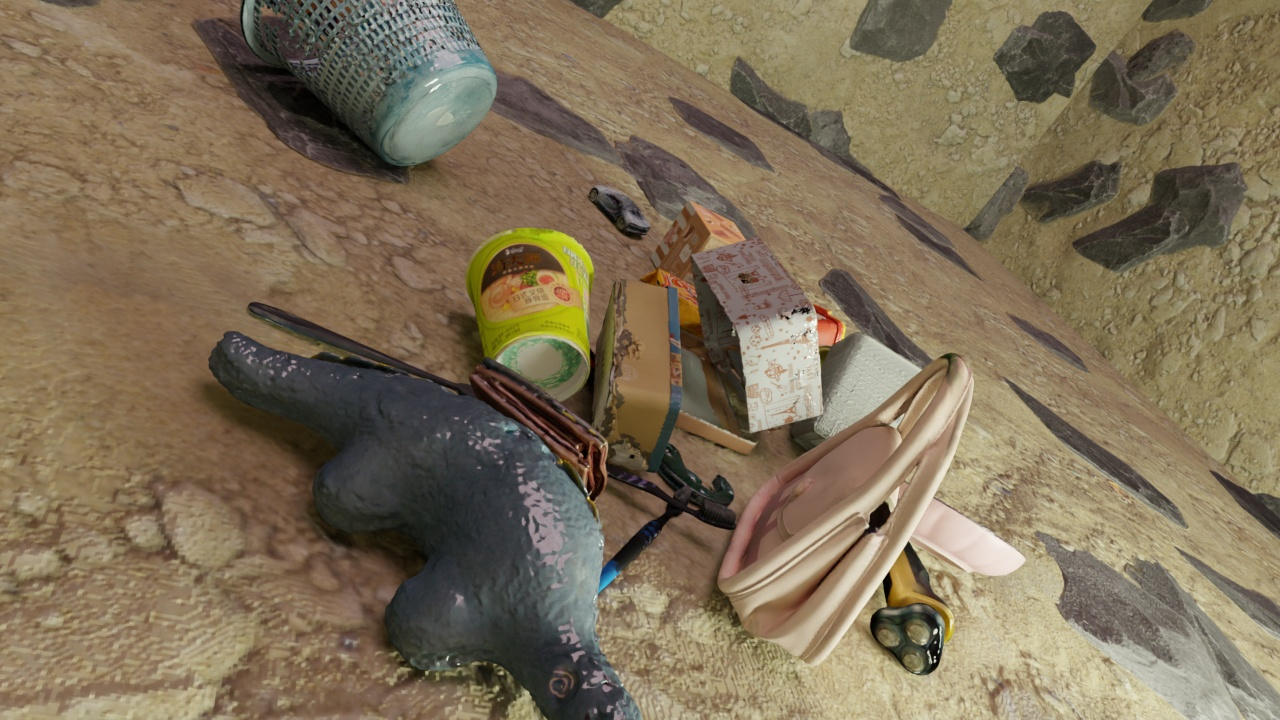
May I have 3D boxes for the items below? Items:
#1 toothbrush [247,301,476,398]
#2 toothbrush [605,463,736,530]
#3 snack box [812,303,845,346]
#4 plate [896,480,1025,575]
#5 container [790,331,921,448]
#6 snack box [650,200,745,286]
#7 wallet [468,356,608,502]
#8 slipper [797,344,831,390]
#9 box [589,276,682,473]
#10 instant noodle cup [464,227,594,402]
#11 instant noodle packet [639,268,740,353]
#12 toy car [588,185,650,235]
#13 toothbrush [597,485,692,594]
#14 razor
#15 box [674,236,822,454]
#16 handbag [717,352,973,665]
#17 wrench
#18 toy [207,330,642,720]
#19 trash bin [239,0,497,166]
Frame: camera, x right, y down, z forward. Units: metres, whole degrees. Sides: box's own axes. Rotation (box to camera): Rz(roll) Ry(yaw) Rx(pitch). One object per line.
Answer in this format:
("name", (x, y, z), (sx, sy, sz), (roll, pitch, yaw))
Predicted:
("toothbrush", (-0.195, -0.002, 0.665), (0.181, 0.018, 0.015), (25, 33, -16))
("toothbrush", (-0.011, 0.089, 0.704), (0.189, 0.017, 0.014), (24, 27, -4))
("snack box", (0.193, -0.030, 1.128), (0.080, 0.082, 0.091), (8, 15, -31))
("plate", (0.266, 0.153, 0.872), (0.192, 0.039, 0.192), (31, -4, 2))
("container", (0.225, 0.047, 0.967), (0.090, 0.114, 0.090), (32, -13, -1))
("snack box", (0.079, -0.131, 1.160), (0.077, 0.093, 0.094), (20, 28, -30))
("wallet", (-0.068, 0.052, 0.630), (0.101, 0.032, 0.125), (37, -19, 12))
("slipper", (0.212, 0.028, 1.054), (0.190, 0.082, 0.091), (15, 33, -33))
("box", (-0.005, 0.005, 0.772), (0.061, 0.090, 0.183), (13, 39, -7))
("instant noodle cup", (-0.086, -0.030, 0.753), (0.111, 0.112, 0.123), (21, 35, -28))
("instant noodle packet", (0.064, -0.056, 1.066), (0.128, 0.044, 0.110), (24, 22, -22))
("toy car", (-0.027, -0.206, 1.242), (0.048, 0.031, 0.105), (3, 38, -51))
("toothbrush", (0.002, 0.129, 0.671), (0.014, 0.016, 0.189), (35, 24, 13))
("razor", (0.227, 0.200, 0.795), (0.067, 0.062, 0.167), (3, 18, 6))
("box", (0.066, -0.009, 0.919), (0.178, 0.153, 0.182), (-13, 33, -5))
("handbag", (0.165, 0.091, 0.678), (0.093, 0.235, 0.192), (38, 24, 3))
("wrench", (-0.018, 0.034, 0.821), (0.273, 0.016, 0.056), (46, 29, 24))
("toy", (-0.099, 0.090, 0.523), (0.356, 0.092, 0.137), (43, 36, 22))
("trash bin", (-0.265, -0.323, 0.963), (0.195, 0.227, 0.226), (52, 27, 8))
